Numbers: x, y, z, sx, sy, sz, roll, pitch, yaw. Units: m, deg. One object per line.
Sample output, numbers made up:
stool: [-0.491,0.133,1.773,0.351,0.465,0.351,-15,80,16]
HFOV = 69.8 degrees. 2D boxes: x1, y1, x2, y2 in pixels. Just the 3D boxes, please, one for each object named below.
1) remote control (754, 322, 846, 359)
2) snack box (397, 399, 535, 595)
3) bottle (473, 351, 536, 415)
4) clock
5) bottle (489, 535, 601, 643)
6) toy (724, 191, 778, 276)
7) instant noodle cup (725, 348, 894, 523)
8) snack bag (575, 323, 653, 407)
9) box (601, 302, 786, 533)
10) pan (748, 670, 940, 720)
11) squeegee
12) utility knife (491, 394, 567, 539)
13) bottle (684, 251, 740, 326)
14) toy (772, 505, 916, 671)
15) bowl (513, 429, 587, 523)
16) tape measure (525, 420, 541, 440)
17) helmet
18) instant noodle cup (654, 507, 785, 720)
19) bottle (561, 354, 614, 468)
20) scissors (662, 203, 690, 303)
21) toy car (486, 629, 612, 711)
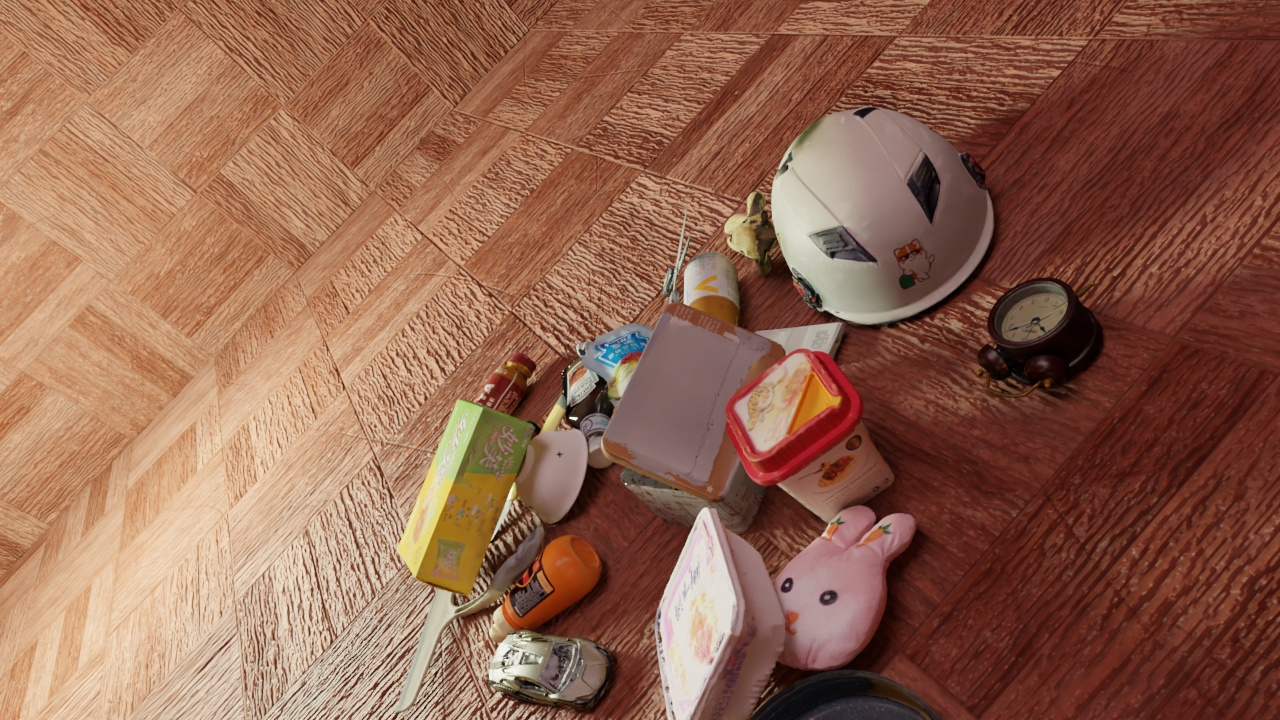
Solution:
remote control: [0.166,-0.016,1.013,0.125,0.024,0.048,-4,50,46]
snack box: [-0.213,0.156,1.099,0.158,0.070,0.210,4,72,68]
bottle: [-0.213,0.067,1.325,0.058,0.057,0.174,6,57,52]
clock: [0.338,-0.016,0.783,0.082,0.055,0.121,14,66,55]
bottle: [-0.110,0.254,0.991,0.150,0.066,0.066,-44,31,14]
toy: [0.135,-0.157,1.143,0.066,0.105,0.157,-3,10,-4]
instant noodle cup: [0.157,0.073,0.824,0.117,0.124,0.116,-38,33,11]
snack bag: [-0.007,0.007,1.143,0.110,0.039,0.191,-26,35,-10]
box: [0.053,0.054,0.918,0.152,0.174,0.181,-4,49,48]
pan: [0.092,0.370,0.598,0.198,0.078,0.356,-1,52,49]
squeegee: [-0.171,0.256,1.054,0.247,0.039,0.245,-42,23,33]
utility knife: [-0.148,0.141,1.173,0.216,0.022,0.031,-57,32,-6]
bottle: [0.086,-0.056,1.109,0.068,0.068,0.189,-28,35,26]
toy: [0.161,0.184,0.761,0.159,0.054,0.121,-52,23,-23]
bowl: [-0.121,0.130,1.103,0.119,0.064,0.118,-42,36,41]
tape measure: [-0.153,0.110,1.205,0.057,0.058,0.039,-21,19,-25]
helmet: [0.238,-0.178,0.990,0.230,0.157,0.273,-36,33,16]
instant noodle cup: [0.067,0.221,0.766,0.173,0.060,0.138,-99,29,-71]
bottle: [-0.060,0.060,1.170,0.080,0.044,0.194,-39,32,18]
scissors: [0.046,-0.111,1.184,0.180,0.014,0.159,111,164,-71]
toy car: [-0.092,0.309,0.923,0.158,0.042,0.070,-9,46,40]
